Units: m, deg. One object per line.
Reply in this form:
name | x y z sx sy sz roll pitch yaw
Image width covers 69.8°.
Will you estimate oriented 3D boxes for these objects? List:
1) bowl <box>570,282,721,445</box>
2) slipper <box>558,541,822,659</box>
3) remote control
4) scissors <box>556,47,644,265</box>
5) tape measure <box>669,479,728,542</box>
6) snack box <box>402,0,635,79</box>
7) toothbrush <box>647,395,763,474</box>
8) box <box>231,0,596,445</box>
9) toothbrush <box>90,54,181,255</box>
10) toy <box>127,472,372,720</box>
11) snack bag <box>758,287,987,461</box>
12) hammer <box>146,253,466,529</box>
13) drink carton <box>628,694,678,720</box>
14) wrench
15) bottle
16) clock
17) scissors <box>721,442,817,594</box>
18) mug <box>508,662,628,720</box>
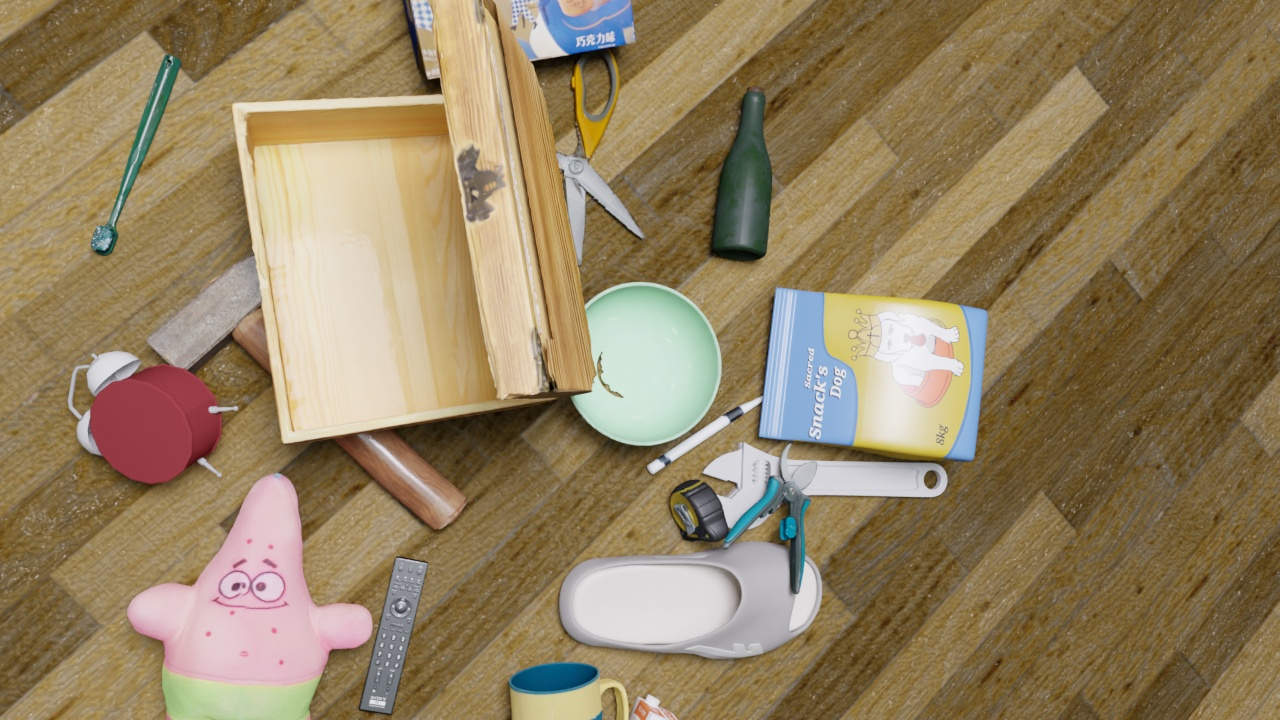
bowl | -0.005 0.005 0.874 0.150 0.077 0.151 1 86 -13
slipper | 0.059 0.231 0.873 0.265 0.081 0.113 3 82 -13
remote control | -0.226 0.252 0.841 0.030 0.009 0.140 14 83 -12
scissors | -0.082 -0.207 0.901 0.216 0.016 0.225 3 86 -13
tape measure | 0.053 0.147 0.886 0.034 0.062 0.061 -23 89 -27
snack box | -0.117 -0.358 0.843 0.202 0.069 0.155 -15 118 -14
toothbrush | 0.083 0.058 0.925 0.186 0.012 0.017 -32 81 -13
box | -0.144 -0.096 0.700 0.283 0.324 0.279 -9 85 -22
toothbrush | -0.447 -0.183 0.813 0.016 0.017 0.189 18 83 -12
toy | -0.327 0.214 0.780 0.192 0.097 0.236 9 77 -21
snack bag | 0.229 0.014 0.923 0.205 0.102 0.159 8 85 -2
hammer | -0.270 0.036 0.831 0.157 0.037 0.301 -45 97 -12
drink carton | -0.004 0.382 0.859 0.040 0.059 0.122 29 80 -10
wrench | 0.192 0.132 0.943 0.273 0.018 0.086 4 86 -14
bottle | 0.107 -0.191 0.925 0.055 0.055 0.174 8 83 -13
clock | -0.417 0.048 0.773 0.137 0.048 0.096 23 109 2
scissors | 0.129 0.150 0.884 0.124 0.019 0.153 5 65 -24
mug | -0.061 0.338 0.842 0.113 0.083 0.107 -4 87 -33
